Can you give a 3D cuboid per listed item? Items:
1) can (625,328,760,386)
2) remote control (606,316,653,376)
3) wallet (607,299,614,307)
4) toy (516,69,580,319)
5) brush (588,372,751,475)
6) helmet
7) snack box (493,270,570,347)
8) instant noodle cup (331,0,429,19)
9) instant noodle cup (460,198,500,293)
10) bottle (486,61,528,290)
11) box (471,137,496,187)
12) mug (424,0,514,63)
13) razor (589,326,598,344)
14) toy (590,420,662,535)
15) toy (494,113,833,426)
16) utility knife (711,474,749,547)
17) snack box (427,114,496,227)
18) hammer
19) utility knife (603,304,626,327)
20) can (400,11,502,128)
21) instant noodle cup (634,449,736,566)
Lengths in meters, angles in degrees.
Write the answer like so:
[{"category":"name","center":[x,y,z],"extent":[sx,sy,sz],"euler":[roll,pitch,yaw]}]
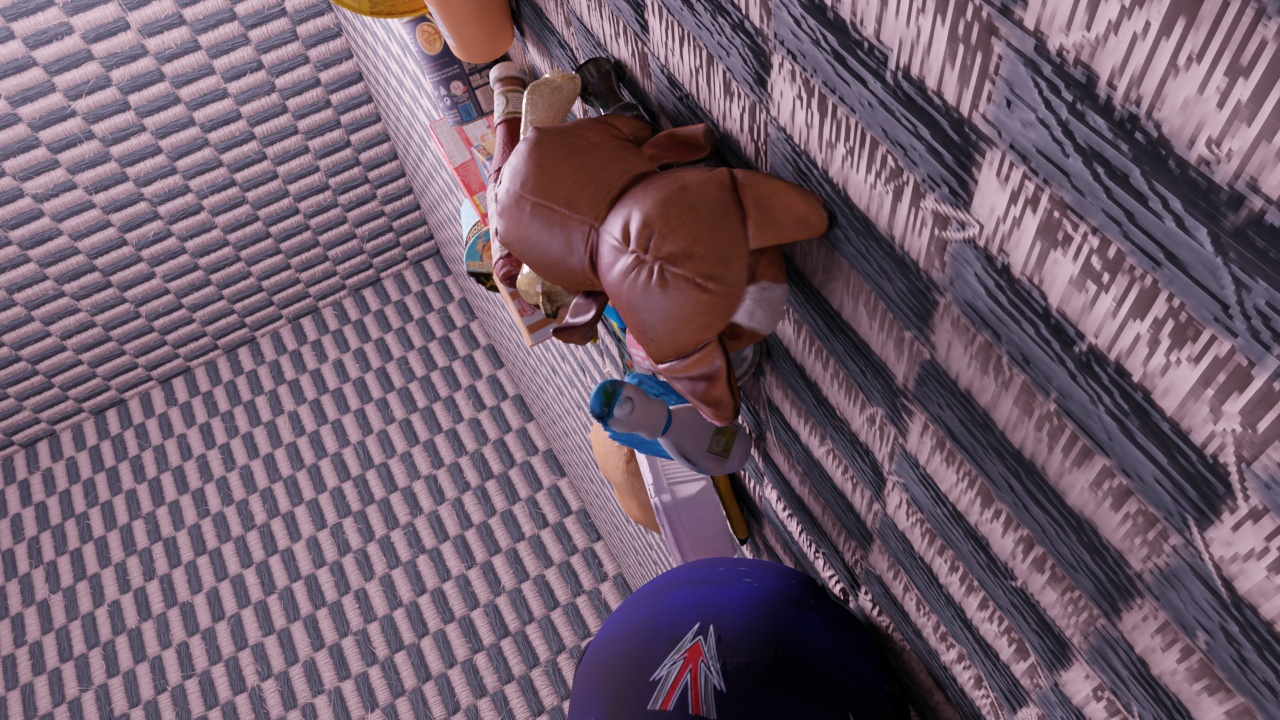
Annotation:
[{"category":"can","center":[0.033,-0.013,0.650],"extent":[0.058,0.058,0.147],"euler":[65,169,-11]},{"category":"remote control","center":[-0.006,0.006,0.975],"extent":[0.056,0.019,0.135],"euler":[53,165,41]},{"category":"wallet","center":[-0.046,-0.106,0.698],"extent":[0.131,0.031,0.108],"euler":[53,162,44]},{"category":"toy","center":[-0.056,-0.108,0.600],"extent":[0.105,0.066,0.157],"euler":[-86,-3,-70]},{"category":"brush","center":[0.008,0.038,0.614],"extent":[0.109,0.060,0.314],"euler":[20,177,30]},{"category":"helmet","center":[0.077,0.293,0.685],"extent":[0.239,0.248,0.316],"euler":[-59,-36,-50]},{"category":"snack box","center":[-0.101,-0.076,1.018],"extent":[0.093,0.094,0.077],"euler":[63,170,-3]},{"category":"instant noodle cup","center":[-0.216,-0.375,0.759],"extent":[0.138,0.137,0.110],"euler":[60,159,13]},{"category":"instant noodle cup","center":[-0.185,-0.167,1.203],"extent":[0.120,0.111,0.111],"euler":[-115,6,-45]},{"category":"bottle","center":[-0.107,-0.165,0.806],"extent":[0.060,0.059,0.206],"euler":[103,160,-74]},{"category":"box","center":[-0.112,-0.171,0.935],"extent":[0.184,0.061,0.090],"euler":[49,164,56]},{"category":"mug","center":[-0.143,-0.302,0.739],"extent":[0.078,0.078,0.123],"euler":[58,173,22]},{"category":"razor","center":[-0.078,-0.070,1.103],"extent":[0.043,0.028,0.132],"euler":[38,-163,-53]},{"category":"toy","center":[0.012,0.162,1.132],"extent":[0.226,0.082,0.143],"euler":[63,174,-20]},{"category":"toy","center":[0.010,-0.060,0.497],"extent":[0.200,0.130,0.140],"euler":[33,112,48]},{"category":"utility knife","center":[0.077,0.111,0.851],"extent":[0.033,0.015,0.164],"euler":[52,165,56]},{"category":"snack box","center":[-0.185,-0.234,1.081],"extent":[0.153,0.075,0.025],"euler":[58,170,21]},{"category":"hammer","center":[-0.005,-0.087,0.722],"extent":[0.126,0.032,0.324],"euler":[60,169,18]},{"category":"utility knife","center":[-0.075,-0.089,0.830],"extent":[0.236,0.018,0.034],"euler":[38,153,49]},{"category":"can","center":[-0.175,-0.291,0.896],"extent":[0.111,0.075,0.075],"euler":[67,168,-24]},{"category":"instant noodle cup","center":[0.040,0.125,0.877],"extent":[0.173,0.060,0.138],"euler":[-112,2,-56]}]
